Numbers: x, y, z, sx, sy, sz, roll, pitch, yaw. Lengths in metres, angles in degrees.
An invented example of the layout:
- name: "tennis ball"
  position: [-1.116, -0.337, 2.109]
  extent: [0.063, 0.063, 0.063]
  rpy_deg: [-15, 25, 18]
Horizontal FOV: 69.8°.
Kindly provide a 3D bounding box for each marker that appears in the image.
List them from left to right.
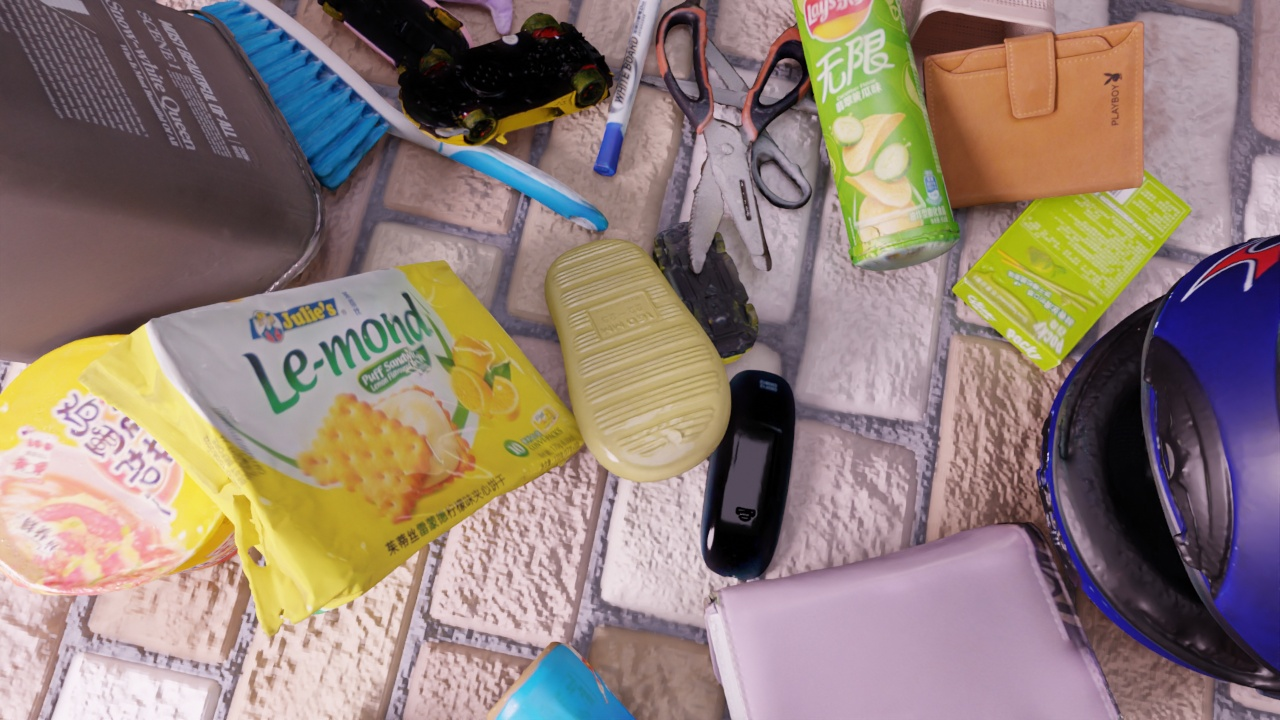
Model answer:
- name: "marker"
  position: [-0.008, -0.199, 0.650]
  extent: [0.017, 0.017, 0.145]
  rpy_deg: [14, 78, 1]

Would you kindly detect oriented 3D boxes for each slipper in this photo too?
- name: "slipper"
  position: [-0.003, 0.003, 0.572]
  extent: [0.091, 0.082, 0.190]
  rpy_deg: [-19, 51, -5]

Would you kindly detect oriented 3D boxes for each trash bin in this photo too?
- name: "trash bin"
  position: [-0.328, -0.106, 0.483]
  extent: [0.199, 0.219, 0.199]
  rpy_deg: [-35, 79, 12]

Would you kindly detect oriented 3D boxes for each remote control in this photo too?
- name: "remote control"
  position: [0.070, 0.070, 0.584]
  extent: [0.053, 0.024, 0.136]
  rpy_deg: [10, 75, -1]

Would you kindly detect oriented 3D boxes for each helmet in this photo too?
- name: "helmet"
  position: [0.335, 0.060, 0.477]
  extent: [0.315, 0.241, 0.247]
  rpy_deg: [1, 73, -24]

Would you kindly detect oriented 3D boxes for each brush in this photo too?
- name: "brush"
  position: [-0.174, -0.152, 0.618]
  extent: [0.314, 0.061, 0.109]
  rpy_deg: [39, 74, 4]

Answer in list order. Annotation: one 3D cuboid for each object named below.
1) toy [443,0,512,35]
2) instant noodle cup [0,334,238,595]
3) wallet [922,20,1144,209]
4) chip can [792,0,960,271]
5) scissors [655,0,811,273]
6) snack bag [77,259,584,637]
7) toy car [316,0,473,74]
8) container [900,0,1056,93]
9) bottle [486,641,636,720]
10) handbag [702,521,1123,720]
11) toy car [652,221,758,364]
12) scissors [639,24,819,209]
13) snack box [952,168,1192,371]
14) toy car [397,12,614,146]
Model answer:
- name: "toy"
  position: [-0.139, -0.281, 0.657]
  extent: [0.108, 0.039, 0.084]
  rpy_deg: [7, 96, -3]
- name: "instant noodle cup"
  position: [-0.280, 0.065, 0.525]
  extent: [0.138, 0.110, 0.138]
  rpy_deg: [1, 76, -3]
- name: "wallet"
  position: [0.257, -0.158, 0.603]
  extent: [0.132, 0.031, 0.108]
  rpy_deg: [-3, 112, 19]
- name: "chip can"
  position: [0.152, -0.170, 0.607]
  extent: [0.072, 0.072, 0.221]
  rpy_deg: [-12, 87, -6]
- name: "scissors"
  position: [0.064, -0.165, 0.633]
  extent: [0.189, 0.015, 0.221]
  rpy_deg: [43, 75, 13]
- name: "snack bag"
  position: [-0.143, 0.033, 0.498]
  extent: [0.158, 0.245, 0.068]
  rpy_deg: [49, 119, 8]
- name: "toy car"
  position: [-0.170, -0.238, 0.639]
  extent: [0.122, 0.037, 0.056]
  rpy_deg: [40, 104, 3]
- name: "container"
  position: [0.232, -0.257, 0.643]
  extent: [0.090, 0.090, 0.110]
  rpy_deg: [10, 73, 0]
- name: "bottle"
  position: [0.010, 0.254, 0.513]
  extent: [0.218, 0.065, 0.065]
  rpy_deg: [42, 78, 8]
- name: "handbag"
  position: [0.147, 0.181, 0.521]
  extent: [0.197, 0.098, 0.145]
  rpy_deg: [-12, 78, -5]
- name: "toy car"
  position: [0.042, -0.045, 0.609]
  extent: [0.048, 0.032, 0.105]
  rpy_deg: [-17, 66, -8]
- name: "scissors"
  position: [0.083, -0.185, 0.656]
  extent: [0.159, 0.014, 0.181]
  rpy_deg: [-16, 76, -6]
- name: "snack box"
  position: [0.296, -0.076, 0.630]
  extent: [0.086, 0.026, 0.156]
  rpy_deg: [43, 78, 8]
- name: "toy car"
  position: [-0.089, -0.185, 0.615]
  extent: [0.155, 0.041, 0.071]
  rpy_deg: [-28, 71, -28]
